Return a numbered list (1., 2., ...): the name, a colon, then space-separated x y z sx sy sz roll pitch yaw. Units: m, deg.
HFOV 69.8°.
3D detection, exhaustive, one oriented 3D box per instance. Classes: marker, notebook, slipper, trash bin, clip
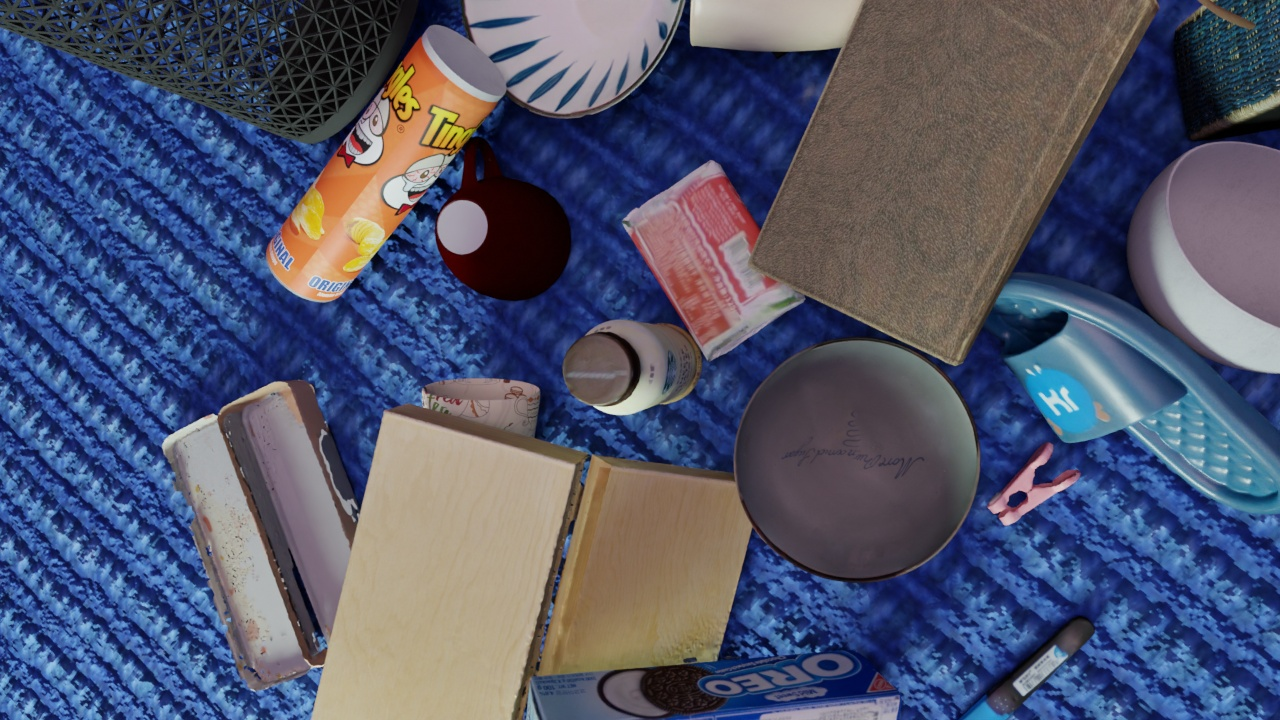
1. marker: 0.240 0.207 0.584 0.018 0.015 0.123 44 99 6
2. notebook: 0.180 -0.114 0.507 0.190 0.034 0.216 31 105 30
3. slipper: 0.276 0.021 0.522 0.214 0.104 0.059 38 77 7
4. trash bin: -0.284 -0.264 0.567 0.218 0.243 0.216 -18 61 36
5. clip: 0.242 0.077 0.576 0.035 0.022 0.058 46 103 6

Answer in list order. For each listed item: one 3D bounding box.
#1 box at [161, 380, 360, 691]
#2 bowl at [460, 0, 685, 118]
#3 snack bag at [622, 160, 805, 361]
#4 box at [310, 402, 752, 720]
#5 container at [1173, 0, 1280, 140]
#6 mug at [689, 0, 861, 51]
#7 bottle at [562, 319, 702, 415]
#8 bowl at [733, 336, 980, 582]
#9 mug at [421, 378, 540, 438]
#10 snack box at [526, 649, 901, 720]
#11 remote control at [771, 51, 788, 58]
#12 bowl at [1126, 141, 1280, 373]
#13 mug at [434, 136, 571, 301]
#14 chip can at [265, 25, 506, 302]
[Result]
1. box: -0.286 0.137 0.712 0.149 0.042 0.216 -24 85 10
2. bowl: -0.031 -0.250 0.605 0.177 0.070 0.177 7 104 30
3. snack bag: 0.049 -0.067 0.616 0.077 0.036 0.116 -33 83 14
4. box: -0.065 0.175 0.586 0.260 0.097 0.247 12 96 -18
5. container: 0.370 -0.166 0.450 0.145 0.187 0.071 -8 93 15
6. mug: 0.089 -0.246 0.572 0.104 0.085 0.111 9 65 6
7. bottle: -0.003 0.003 0.566 0.056 0.162 0.056 0 91 14
8. bowl: 0.136 0.060 0.585 0.151 0.056 0.150 0 92 15
9. mug: -0.126 0.069 0.630 0.081 0.121 0.097 11 103 43
10. snack box: 0.044 0.221 0.555 0.226 0.059 0.059 1 101 -17
11. remote control: 0.134 -0.246 0.601 0.125 0.010 0.039 -35 83 13
12. bowl: 0.334 -0.051 0.511 0.132 0.064 0.131 3 62 -7
13. mug: -0.105 -0.099 0.629 0.087 0.088 0.114 -11 89 15
14. chip can: -0.180 -0.129 0.635 0.211 0.062 0.062 -42 81 27
